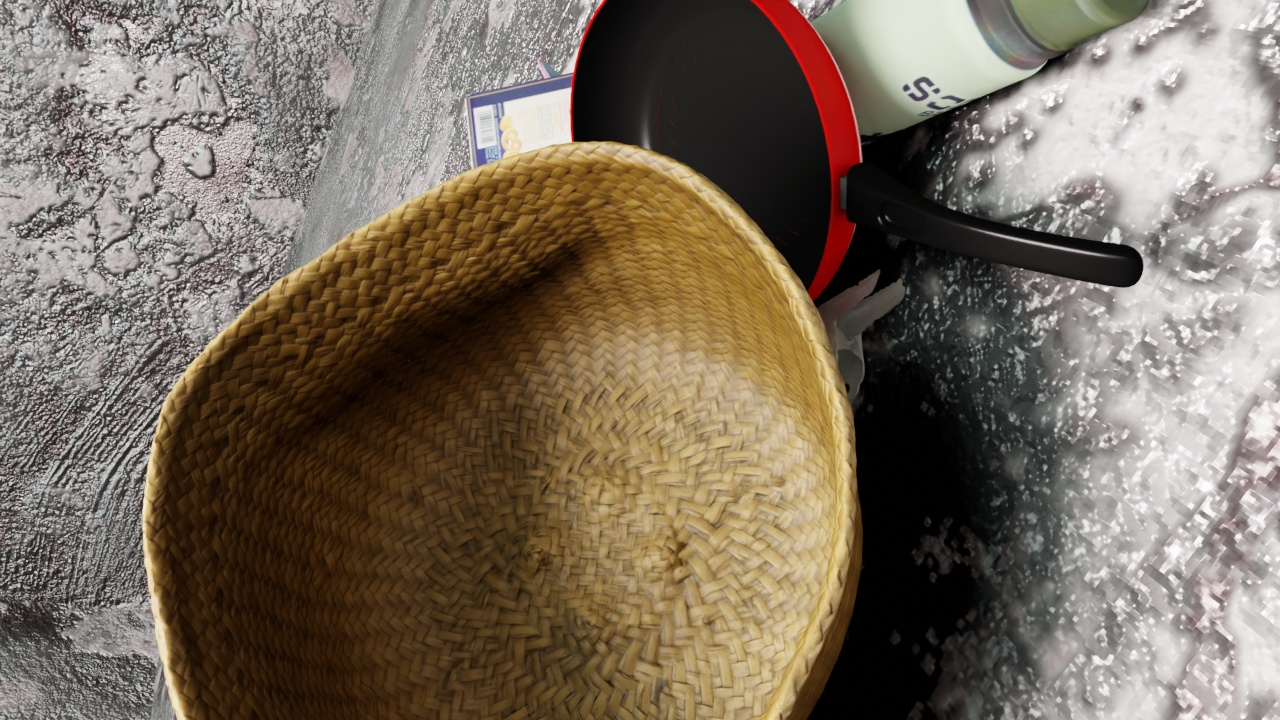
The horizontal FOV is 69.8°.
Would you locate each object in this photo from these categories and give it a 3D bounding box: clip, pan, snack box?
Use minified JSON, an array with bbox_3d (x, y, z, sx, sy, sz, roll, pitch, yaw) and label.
[{"bbox_3d":[0.097,-0.007,0.508,0.102,0.050,0.058,-35,34,49],"label":"clip"},{"bbox_3d":[0.083,-0.093,0.470,0.357,0.067,0.209,24,129,44],"label":"pan"},{"bbox_3d":[-0.055,-0.145,0.707,0.042,0.145,0.144,19,-116,-77],"label":"snack box"}]

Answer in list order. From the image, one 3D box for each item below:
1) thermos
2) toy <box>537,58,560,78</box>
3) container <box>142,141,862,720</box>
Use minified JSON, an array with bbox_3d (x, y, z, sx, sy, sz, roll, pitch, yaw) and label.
[{"bbox_3d":[0.141,-0.165,0.478,0.232,0.082,0.082,-12,65,58],"label":"thermos"},{"bbox_3d":[-0.079,-0.140,0.797,0.223,0.120,0.171,-30,63,30],"label":"toy"},{"bbox_3d":[-0.042,0.079,0.440,0.307,0.196,0.306,-7,63,13],"label":"container"}]
